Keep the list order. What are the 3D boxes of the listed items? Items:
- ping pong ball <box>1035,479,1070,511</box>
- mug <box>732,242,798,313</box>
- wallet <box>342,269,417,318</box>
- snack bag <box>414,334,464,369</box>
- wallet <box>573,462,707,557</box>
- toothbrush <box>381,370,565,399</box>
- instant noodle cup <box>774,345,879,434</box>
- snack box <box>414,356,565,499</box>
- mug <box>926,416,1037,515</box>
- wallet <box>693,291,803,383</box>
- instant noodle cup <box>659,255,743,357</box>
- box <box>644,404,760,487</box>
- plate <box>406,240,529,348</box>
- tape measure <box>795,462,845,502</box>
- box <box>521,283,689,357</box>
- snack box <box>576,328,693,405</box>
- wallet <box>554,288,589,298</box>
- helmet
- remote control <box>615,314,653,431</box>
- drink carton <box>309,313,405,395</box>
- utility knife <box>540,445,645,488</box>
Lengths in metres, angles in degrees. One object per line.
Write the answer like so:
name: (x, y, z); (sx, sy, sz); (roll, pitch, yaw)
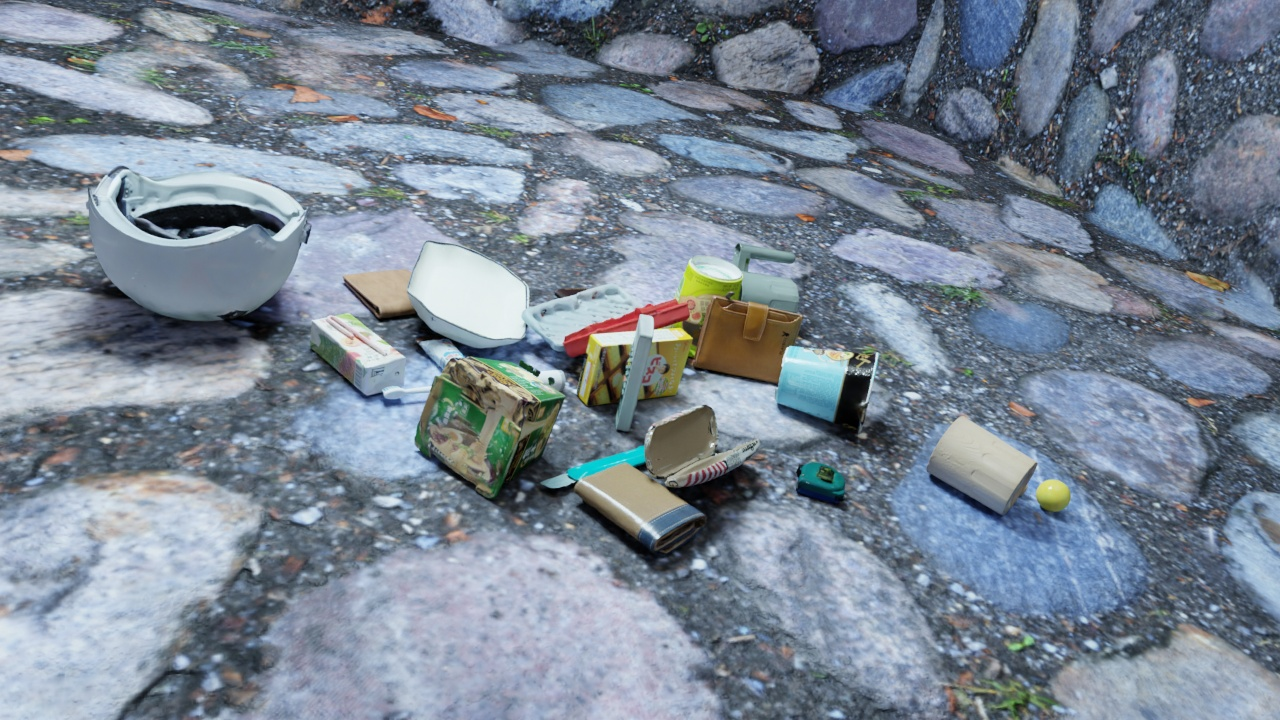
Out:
ping pong ball: (0.521, 0.170, 1.159); (0.040, 0.040, 0.040); (12, 28, -7)
mug: (0.187, -0.115, 1.433); (0.103, 0.124, 0.084); (6, 11, -22)
wallet: (-0.331, -0.093, 1.237); (0.101, 0.020, 0.115); (-10, 35, -41)
snack bag: (-0.233, -0.004, 1.113); (0.045, 0.026, 0.105); (-13, 36, -37)
wallet: (0.000, 0.150, 0.942); (0.115, 0.033, 0.090); (32, 29, 30)
toothbrush: (-0.191, 0.030, 1.071); (0.220, 0.027, 0.026); (-4, 22, -31)
instant noodle cup: (0.244, 0.031, 1.217); (0.120, 0.111, 0.111); (13, 27, 12)
snack box: (-0.148, 0.062, 0.962); (0.118, 0.118, 0.105); (31, 19, 23)
mug: (0.432, 0.135, 1.154); (0.103, 0.084, 0.124); (34, 6, 29)
wallet: (0.149, -0.035, 1.266); (0.130, 0.119, 0.035); (11, 22, -7)
instant noodle cup: (0.091, -0.080, 1.314); (0.111, 0.124, 0.111); (12, 28, -7)
box: (0.072, 0.096, 1.015); (0.086, 0.075, 0.161); (2, 7, 28)
plate: (-0.229, -0.085, 1.223); (0.162, 0.034, 0.265); (23, 22, -17)
tape measure: (0.211, 0.141, 1.073); (0.058, 0.025, 0.054); (18, 29, 4)
box: (-0.044, -0.054, 1.229); (0.158, 0.069, 0.200); (15, 23, 35)
snack box: (-0.007, 0.007, 1.143); (0.140, 0.087, 0.034); (-6, 35, -36)
wallet: (-0.055, -0.075, 1.345); (0.096, 0.020, 0.122); (-4, 32, -39)
helmet: (-0.511, -0.128, 1.074); (0.229, 0.146, 0.258); (11, 20, -12)
remote control: (-0.007, 0.014, 1.076); (0.019, 0.135, 0.056); (11, 29, -5)
drink carton: (-0.327, -0.011, 1.057); (0.122, 0.046, 0.053); (34, 34, 32)
utility knife: (-0.035, 0.115, 1.007); (0.184, 0.013, 0.029); (-11, 34, -43)
